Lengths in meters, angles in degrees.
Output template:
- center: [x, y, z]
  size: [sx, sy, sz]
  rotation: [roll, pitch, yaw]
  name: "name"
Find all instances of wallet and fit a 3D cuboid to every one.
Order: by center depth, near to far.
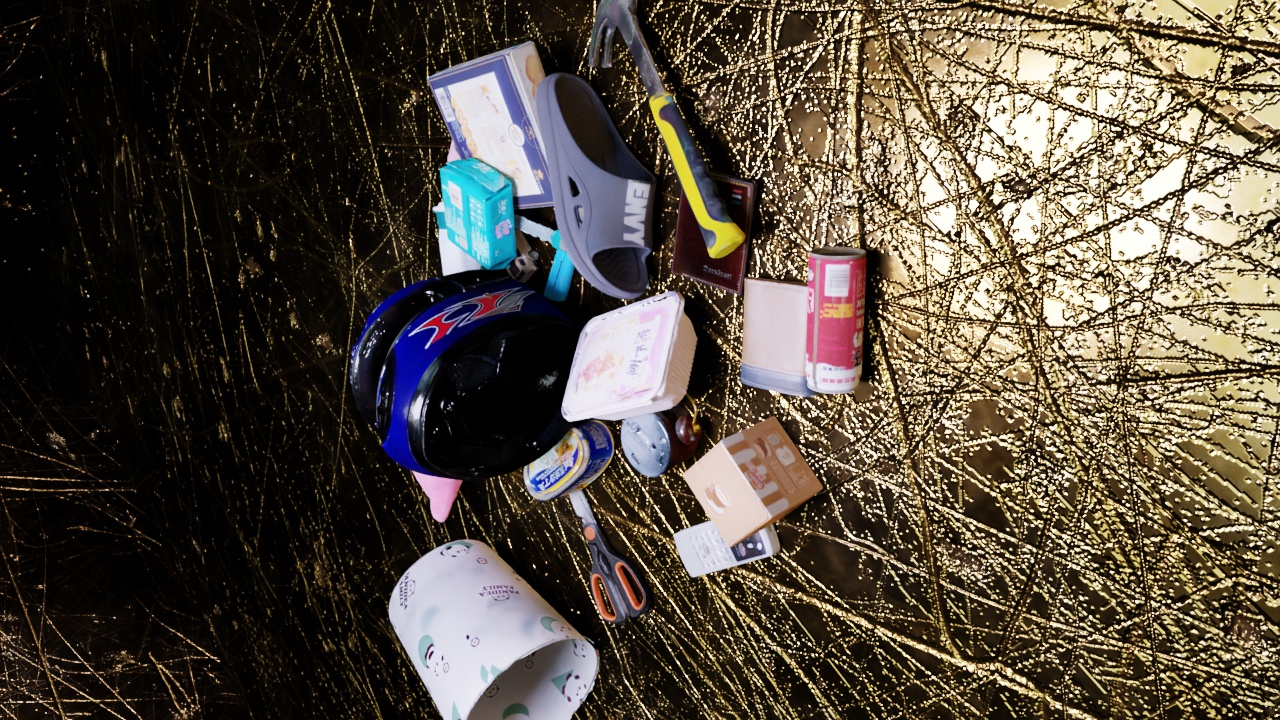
- center: [0.143, -0.025, 0.936]
  size: [0.090, 0.033, 0.115]
  rotation: [12, 110, 40]
  name: "wallet"
- center: [0.077, -0.139, 0.974]
  size: [0.096, 0.020, 0.122]
  rotation: [26, 123, 37]
  name: "wallet"

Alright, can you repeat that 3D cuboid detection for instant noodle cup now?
- center: [-0.006, 0.006, 1.045]
  size: [0.174, 0.060, 0.137]
  rotation: [-14, 54, 46]
  name: "instant noodle cup"

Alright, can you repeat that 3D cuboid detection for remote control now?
- center: [0.098, 0.212, 1.067]
  size: [0.150, 0.021, 0.058]
  rotation: [-31, 80, 47]
  name: "remote control"

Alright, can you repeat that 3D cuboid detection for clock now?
- center: [0.028, 0.082, 1.071]
  size: [0.082, 0.055, 0.122]
  rotation: [50, 132, 24]
  name: "clock"

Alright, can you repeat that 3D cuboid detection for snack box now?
- center: [0.117, 0.127, 0.965]
  size: [0.092, 0.094, 0.077]
  rotation: [57, 135, 15]
  name: "snack box"
- center: [-0.164, -0.275, 1.111]
  size: [0.183, 0.045, 0.178]
  rotation: [7, 124, 48]
  name: "snack box"

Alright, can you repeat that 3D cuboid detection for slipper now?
- center: [-0.040, -0.201, 1.010]
  size: [0.084, 0.110, 0.268]
  rotation: [-20, 85, 43]
  name: "slipper"

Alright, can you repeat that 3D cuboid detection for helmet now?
- center: [-0.230, 0.013, 1.116]
  size: [0.241, 0.314, 0.247]
  rotation: [18, 107, 31]
  name: "helmet"

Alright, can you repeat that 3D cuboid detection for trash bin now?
- center: [-0.224, 0.408, 1.326]
  size: [0.252, 0.229, 0.230]
  rotation: [37, 127, 38]
  name: "trash bin"

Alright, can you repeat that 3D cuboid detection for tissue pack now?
- center: [-0.202, -0.182, 1.152]
  size: [0.093, 0.050, 0.134]
  rotation: [36, 143, 26]
  name: "tissue pack"

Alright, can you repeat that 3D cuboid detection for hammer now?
- center: [0.028, -0.253, 0.954]
  size: [0.126, 0.031, 0.323]
  rotation: [-37, 70, 48]
  name: "hammer"

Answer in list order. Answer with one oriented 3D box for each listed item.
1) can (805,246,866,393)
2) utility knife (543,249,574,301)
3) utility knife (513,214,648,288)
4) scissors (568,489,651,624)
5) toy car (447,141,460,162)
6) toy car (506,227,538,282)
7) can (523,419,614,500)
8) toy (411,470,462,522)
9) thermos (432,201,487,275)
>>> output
- center: [0.185, -0.038, 0.871]
  size: [0.053, 0.053, 0.133]
  rotation: [14, 113, 42]
  name: "can"
- center: [-0.085, -0.156, 1.135]
  size: [0.034, 0.018, 0.195]
  rotation: [40, 127, 30]
  name: "utility knife"
- center: [-0.079, -0.136, 1.115]
  size: [0.223, 0.013, 0.029]
  rotation: [26, 116, 28]
  name: "utility knife"
- center: [-0.047, 0.237, 1.232]
  size: [0.143, 0.021, 0.235]
  rotation: [-8, 90, 38]
  name: "scissors"
- center: [-0.231, -0.288, 1.226]
  size: [0.056, 0.037, 0.123]
  rotation: [50, 134, 24]
  name: "toy car"
- center: [-0.167, -0.148, 1.209]
  size: [0.042, 0.035, 0.090]
  rotation: [-39, 72, 43]
  name: "toy car"
- center: [-0.096, 0.133, 1.210]
  size: [0.149, 0.049, 0.074]
  rotation: [-41, 69, 40]
  name: "can"
- center: [-0.308, 0.134, 1.421]
  size: [0.195, 0.074, 0.178]
  rotation: [-55, 54, 37]
  name: "toy"
- center: [-0.237, -0.114, 1.270]
  size: [0.073, 0.073, 0.224]
  rotation: [9, 109, 44]
  name: "thermos"
